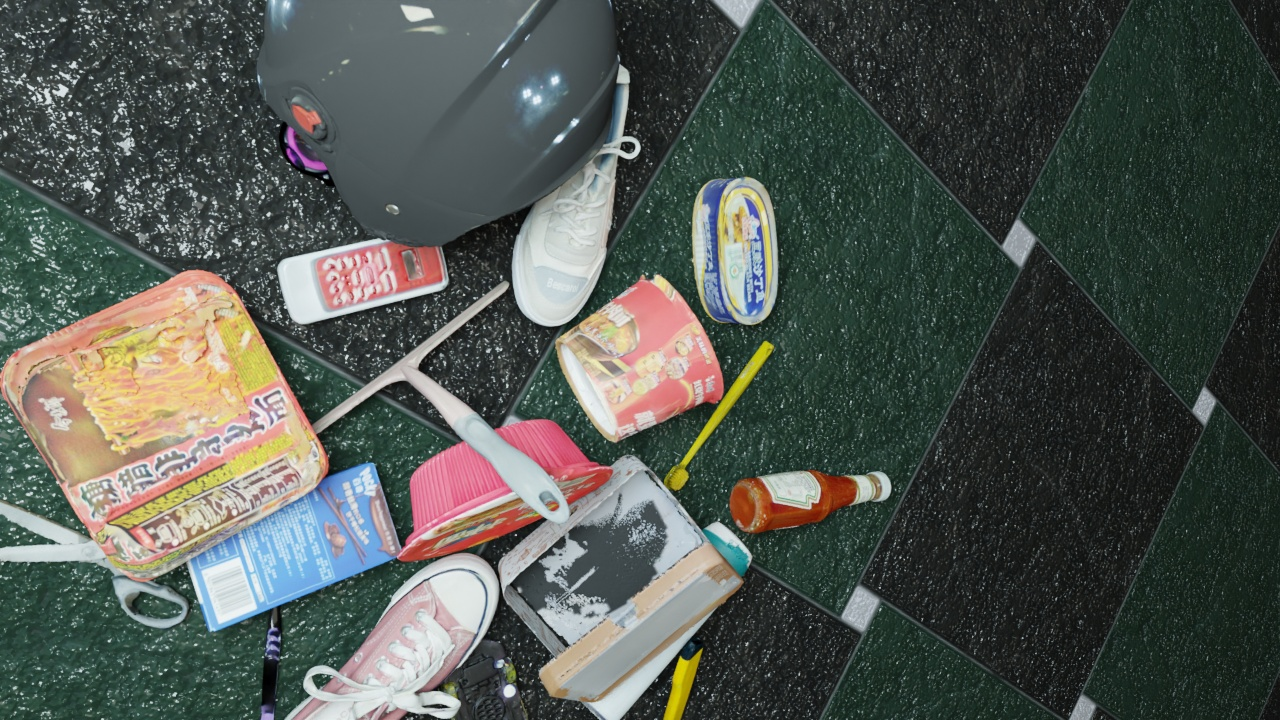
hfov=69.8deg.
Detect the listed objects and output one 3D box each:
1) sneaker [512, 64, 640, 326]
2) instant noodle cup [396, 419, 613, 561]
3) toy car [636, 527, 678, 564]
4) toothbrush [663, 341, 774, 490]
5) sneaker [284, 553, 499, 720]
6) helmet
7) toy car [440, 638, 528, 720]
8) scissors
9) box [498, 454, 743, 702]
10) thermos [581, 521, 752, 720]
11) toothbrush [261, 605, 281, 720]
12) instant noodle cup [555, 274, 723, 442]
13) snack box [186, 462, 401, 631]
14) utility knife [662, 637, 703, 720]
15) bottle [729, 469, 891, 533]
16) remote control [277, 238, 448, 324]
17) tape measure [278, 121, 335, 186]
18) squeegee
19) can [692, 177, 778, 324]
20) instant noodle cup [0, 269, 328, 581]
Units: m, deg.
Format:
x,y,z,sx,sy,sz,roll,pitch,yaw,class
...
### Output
x,y,z,sx,sy,sz,roll,pitch,yaw,class
-0.051,-0.147,0.817,0.089,0.091,0.242,9,93,-29,sneaker
-0.121,0.105,0.780,0.193,0.194,0.066,-16,75,-26,instant noodle cup
0.012,0.195,0.923,0.091,0.043,0.036,-46,109,-14,toy car
0.085,0.057,0.960,0.015,0.017,0.190,43,76,-27,toothbrush
-0.211,0.267,0.775,0.240,0.088,0.118,-44,102,-13,sneaker
-0.145,-0.233,0.663,0.275,0.231,0.232,25,56,2,helmet
-0.140,0.336,0.857,0.070,0.042,0.158,-16,93,-26,toy car
-0.412,0.147,0.701,0.159,0.014,0.175,-31,110,-22,scissors
-0.015,0.206,0.801,0.182,0.181,0.153,-40,99,-5,box
0.023,0.259,0.923,0.224,0.073,0.073,-46,115,-14,thermos
-0.309,0.246,0.770,0.014,0.017,0.189,3,96,-29,toothbrush
-0.005,0.005,0.844,0.108,0.138,0.138,-30,110,-14,instant noodle cup
-0.282,0.148,0.747,0.156,0.026,0.084,-18,92,-32,snack box
0.038,0.342,0.941,0.033,0.015,0.165,-24,136,-44,utility knife
0.193,0.149,1.010,0.205,0.060,0.060,-2,97,-32,bottle
-0.230,-0.072,0.769,0.135,0.020,0.056,-17,105,-26,remote control
-0.256,-0.174,0.729,0.058,0.039,0.057,34,80,-28,tape measure
-0.137,0.047,0.710,0.247,0.250,0.040,-40,141,-19,squeegee
0.096,-0.110,0.926,0.074,0.049,0.148,-10,101,-28,can
-0.347,0.045,0.681,0.164,0.079,0.189,-29,105,-23,instant noodle cup
